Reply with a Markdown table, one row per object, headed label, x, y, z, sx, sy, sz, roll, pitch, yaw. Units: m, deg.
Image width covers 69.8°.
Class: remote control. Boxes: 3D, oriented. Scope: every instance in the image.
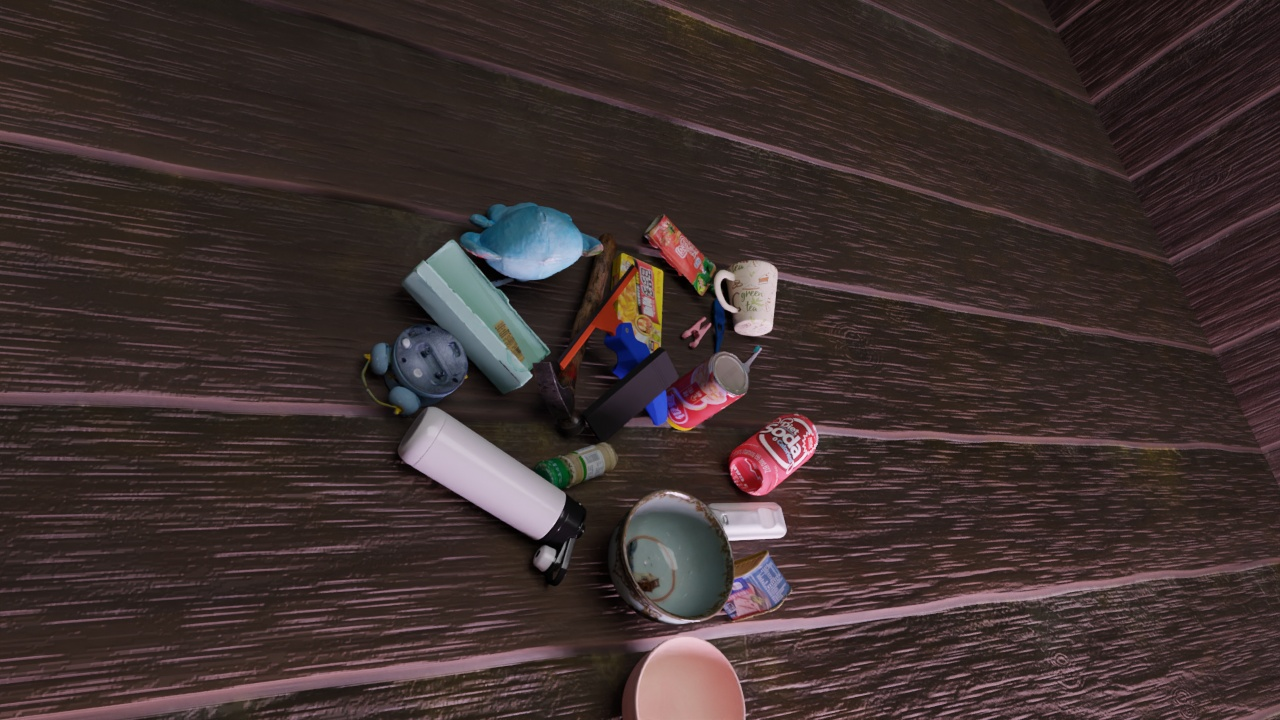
| label | x | y | z | sx | sy | sz | roll | pitch | yaw |
| --- | --- | --- | --- | --- | --- | --- | --- | --- | --- |
| remote control | 0.146 | 0.218 | 1.254 | 0.133 | 0.022 | 0.050 | 5 | 61 | -35 |
| remote control | -0.012 | 0.044 | 1.163 | 0.133 | 0.013 | 0.058 | -40 | 135 | -12 |

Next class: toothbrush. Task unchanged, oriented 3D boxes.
| label | x | y | z | sx | sy | sz | roll | pitch | yaw |
| --- | --- | --- | --- | --- | --- | --- | --- | --- | --- |
| toothbrush | 0.118 | -0.042 | 1.392 | 0.021 | 0.016 | 0.132 | 23 | 53 | -28 |
| toothbrush | 0.139 | 0.029 | 1.364 | 0.019 | 0.018 | 0.187 | 50 | 46 | -5 |

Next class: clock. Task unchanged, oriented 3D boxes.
| label | x | y | z | sx | sy | sz | roll | pitch | yaw |
| --- | --- | --- | --- | --- | --- | --- | --- | --- | --- |
| clock | -0.258 | 0.012 | 1.047 | 0.124 | 0.052 | 0.089 | -26 | 84 | -43 |

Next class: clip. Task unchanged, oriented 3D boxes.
| label | x | y | z | sx | sy | sz | roll | pitch | yaw |
| --- | --- | --- | --- | --- | --- | --- | --- | --- | --- |
| clip | 0.080 | -0.045 | 1.363 | 0.043 | 0.023 | 0.060 | 32 | 55 | -20 |

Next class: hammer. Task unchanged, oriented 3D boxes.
| label | x | y | z | sx | sy | sz | roll | pitch | yaw |
| --- | --- | --- | --- | --- | --- | --- | --- | --- | --- |
| hammer | -0.075 | -0.063 | 1.217 | 0.329 | 0.033 | 0.120 | -77 | 156 | -43 |

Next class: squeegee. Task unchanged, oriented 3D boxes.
| label | x | y | z | sx | sy | sz | roll | pitch | yaw |
| --- | --- | --- | --- | --- | --- | --- | --- | --- | --- |
| squeegee | -0.007 | 0.007 | 1.210 | 0.185 | 0.055 | 0.248 | 65 | 33 | -24 |

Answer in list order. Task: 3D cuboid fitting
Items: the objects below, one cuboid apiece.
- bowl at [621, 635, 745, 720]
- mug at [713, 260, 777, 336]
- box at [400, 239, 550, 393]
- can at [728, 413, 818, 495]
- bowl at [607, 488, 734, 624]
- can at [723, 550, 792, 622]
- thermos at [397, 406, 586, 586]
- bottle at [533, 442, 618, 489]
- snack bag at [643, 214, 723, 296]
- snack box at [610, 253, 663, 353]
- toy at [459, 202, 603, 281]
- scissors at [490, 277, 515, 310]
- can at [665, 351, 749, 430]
| label | x | y | z | sx | sy | sz | roll | pitch | yaw |
| --- | --- | --- | --- | --- | --- | --- | --- | --- | --- |
| bowl | 0.037 | 0.392 | 1.030 | 0.153 | 0.076 | 0.152 | 18 | 56 | -29 |
| mug | 0.159 | -0.099 | 1.415 | 0.121 | 0.081 | 0.097 | 21 | 60 | -38 |
| box | -0.189 | -0.058 | 1.109 | 0.188 | 0.077 | 0.091 | 48 | 60 | -11 |
| can | 0.189 | 0.132 | 1.302 | 0.142 | 0.075 | 0.074 | -29 | 84 | -44 |
| bowl | 0.022 | 0.243 | 1.094 | 0.159 | 0.094 | 0.159 | 19 | 54 | -28 |
| can | 0.136 | 0.285 | 1.154 | 0.053 | 0.100 | 0.059 | -35 | 91 | -43 |
| thermos | -0.166 | 0.152 | 1.028 | 0.230 | 0.069 | 0.101 | 36 | 61 | -17 |
| bottle | -0.078 | 0.130 | 1.122 | 0.109 | 0.043 | 0.042 | -15 | 74 | -43 |
| snack bag | 0.072 | -0.154 | 1.414 | 0.155 | 0.044 | 0.087 | 45 | 38 | -15 |
| snack box | -0.006 | -0.076 | 1.310 | 0.075 | 0.025 | 0.152 | 21 | 54 | -27 |
| toy | -0.152 | -0.155 | 1.191 | 0.183 | 0.115 | 0.180 | -6 | 26 | -23 |
| scissors | -0.213 | -0.082 | 1.165 | 0.130 | 0.014 | 0.116 | 30 | 53 | -29 |
| can | 0.085 | 0.042 | 1.241 | 0.066 | 0.125 | 0.066 | 19 | 54 | -28 |
